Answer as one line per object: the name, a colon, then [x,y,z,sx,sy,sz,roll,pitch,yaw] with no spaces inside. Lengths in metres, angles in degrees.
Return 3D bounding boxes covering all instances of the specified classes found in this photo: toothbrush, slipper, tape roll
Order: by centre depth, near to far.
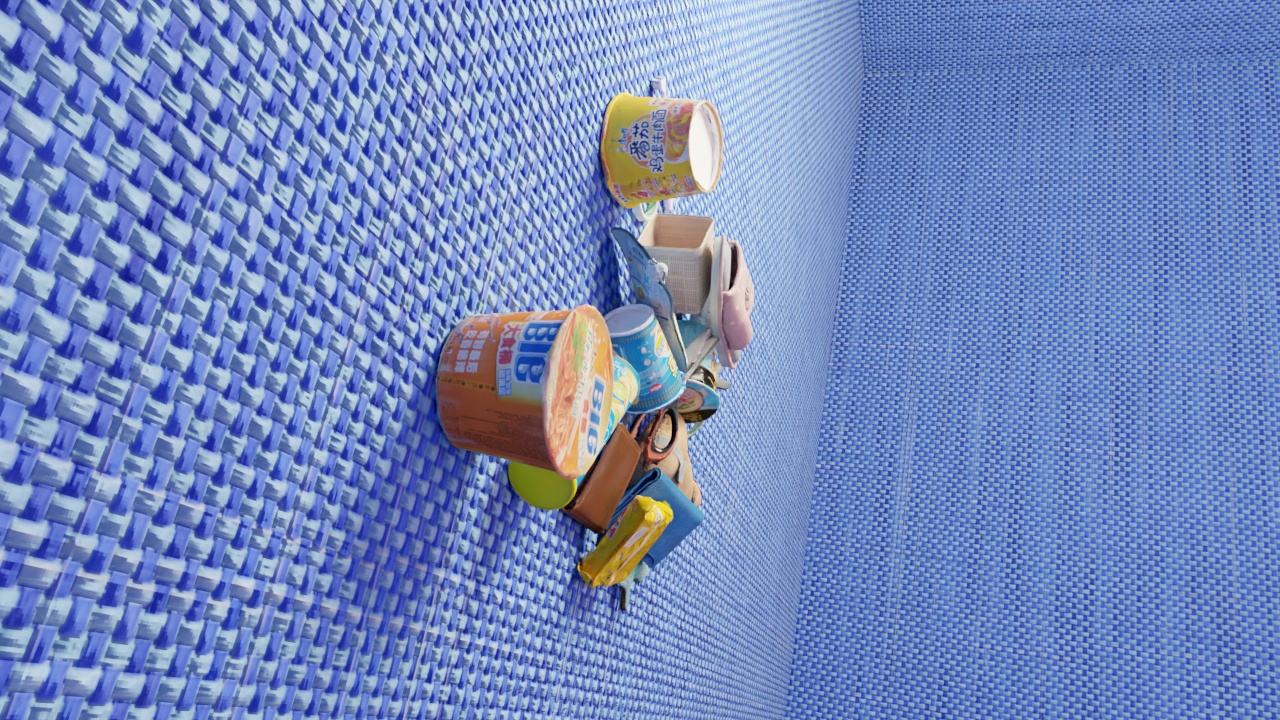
tape roll: [0.006,-0.227,1.211,0.085,0.014,0.086,5,89,-71]
toothbrush: [0.032,-0.294,1.267,0.029,0.021,0.189,-117,-162,-58]
slipper: [0.132,-0.074,1.290,0.275,0.054,0.114,74,20,-58]

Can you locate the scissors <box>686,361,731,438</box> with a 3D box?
scissors: [0.079,0.032,1.417,0.170,0.019,0.180,-51,131,-19]

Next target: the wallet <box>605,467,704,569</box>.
wallet: [0.017,0.209,1.203,0.106,0.040,0.133,-42,133,-2]

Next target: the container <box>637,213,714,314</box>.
container: [0.052,-0.130,1.256,0.089,0.090,0.111,-64,155,-48]

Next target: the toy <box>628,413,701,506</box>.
toy: [0.040,0.172,1.299,0.143,0.082,0.226,-61,154,-26]

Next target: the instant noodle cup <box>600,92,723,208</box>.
instant noodle cup: [0.031,-0.254,1.105,0.137,0.110,0.138,-16,108,-62]

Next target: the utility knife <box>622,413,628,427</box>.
utility knife: [-0.007,0.007,1.216,0.031,0.022,0.219,49,41,-64]

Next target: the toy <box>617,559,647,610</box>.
toy: [-0.014,0.287,1.245,0.091,0.030,0.096,5,87,-67]

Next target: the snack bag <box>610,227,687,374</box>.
snack bag: [0.016,-0.073,1.146,0.110,0.039,0.191,56,-13,45]

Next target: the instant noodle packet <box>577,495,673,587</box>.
instant noodle packet: [-0.016,0.219,1.118,0.128,0.044,0.110,-50,160,2]

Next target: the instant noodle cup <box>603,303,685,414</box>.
instant noodle cup: [-0.004,-0.007,1.122,0.099,0.099,0.110,-62,142,-50]

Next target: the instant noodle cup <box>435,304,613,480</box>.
instant noodle cup: [-0.100,0.023,0.798,0.151,0.111,0.151,5,89,-71]

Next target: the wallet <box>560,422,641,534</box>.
wallet: [-0.045,0.137,1.085,0.124,0.032,0.101,-63,156,-16]

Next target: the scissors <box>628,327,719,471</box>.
scissors: [0.046,0.049,1.198,0.015,0.206,0.192,142,-64,-65]

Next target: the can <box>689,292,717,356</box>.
can: [0.108,-0.074,1.428,0.058,0.058,0.147,-65,166,-47]

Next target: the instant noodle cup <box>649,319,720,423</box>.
instant noodle cup: [0.061,0.010,1.299,0.111,0.111,0.120,70,23,-51]

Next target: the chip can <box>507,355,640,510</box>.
chip can: [-0.065,0.071,0.979,0.209,0.071,0.071,-55,144,-57]
